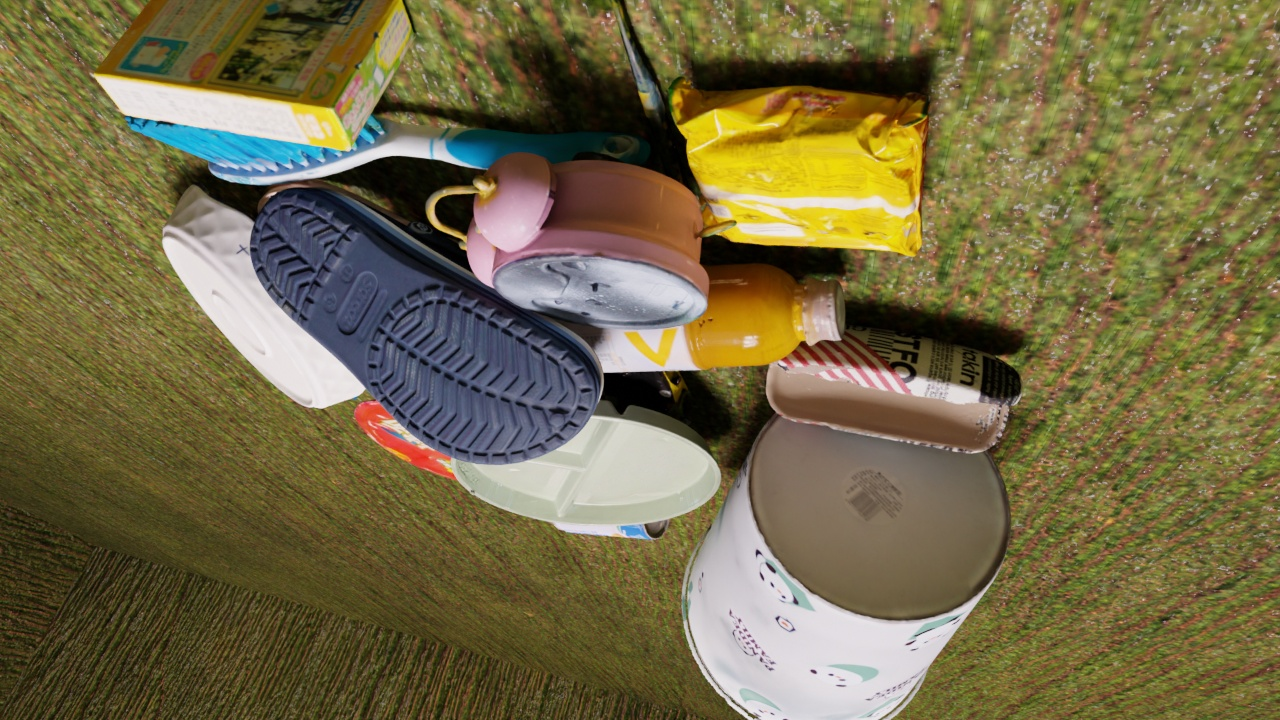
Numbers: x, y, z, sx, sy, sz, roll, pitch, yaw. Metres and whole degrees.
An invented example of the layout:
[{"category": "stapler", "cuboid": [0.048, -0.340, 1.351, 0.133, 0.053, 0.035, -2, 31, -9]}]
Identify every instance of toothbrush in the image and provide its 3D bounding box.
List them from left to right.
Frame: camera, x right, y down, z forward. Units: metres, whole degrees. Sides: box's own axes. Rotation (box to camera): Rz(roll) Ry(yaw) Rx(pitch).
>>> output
[{"category": "toothbrush", "cuboid": [0.010, -0.134, 0.486, 0.017, 0.012, 0.186, -3, 148, 15]}]

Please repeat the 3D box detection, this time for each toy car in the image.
[{"category": "toy car", "cuboid": [-0.004, 0.004, 0.720, 0.071, 0.041, 0.156, 6, 152, 23]}]

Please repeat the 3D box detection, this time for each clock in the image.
[{"category": "clock", "cuboid": [-0.037, -0.064, 0.498, 0.158, 0.059, 0.117, 9, 166, -12]}]

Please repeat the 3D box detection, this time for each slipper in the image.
[{"category": "slipper", "cuboid": [-0.136, -0.024, 0.591, 0.253, 0.095, 0.105, 32, 110, 9]}]

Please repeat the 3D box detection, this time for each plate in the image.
[{"category": "plate", "cuboid": [-0.302, -0.041, 0.728, 0.205, 0.045, 0.205, 35, 153, 20]}, {"category": "plate", "cuboid": [-0.046, 0.090, 0.786, 0.230, 0.027, 0.231, 2, 150, 1]}]

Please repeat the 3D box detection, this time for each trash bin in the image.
[{"category": "trash bin", "cuboid": [0.158, 0.157, 0.732, 0.229, 0.229, 0.252, 15, 147, 6]}]

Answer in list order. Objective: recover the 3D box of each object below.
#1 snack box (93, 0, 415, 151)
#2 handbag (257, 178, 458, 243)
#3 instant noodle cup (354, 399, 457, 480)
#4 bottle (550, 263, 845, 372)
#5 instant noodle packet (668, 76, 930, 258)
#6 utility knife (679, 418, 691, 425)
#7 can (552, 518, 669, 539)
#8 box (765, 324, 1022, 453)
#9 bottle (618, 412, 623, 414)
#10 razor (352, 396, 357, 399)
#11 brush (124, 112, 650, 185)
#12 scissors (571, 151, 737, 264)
[{"category": "snack box", "cuboid": [-0.200, -0.161, 0.481, 0.140, 0.086, 0.034, 10, 152, 14]}, {"category": "handbag", "cuboid": [-0.193, -0.051, 0.709, 0.234, 0.093, 0.194, 38, 148, -19]}, {"category": "instant noodle cup", "cuboid": [-0.180, 0.062, 0.911, 0.194, 0.065, 0.194, 15, 153, 8]}, {"category": "bottle", "cuboid": [0.034, -0.028, 0.590, 0.190, 0.067, 0.068, -2, 148, 23]}, {"category": "instant noodle packet", "cuboid": [0.082, -0.099, 0.474, 0.128, 0.044, 0.111, 10, 154, 21]}, {"category": "utility knife", "cuboid": [-0.016, 0.084, 0.907, 0.029, 0.013, 0.223, 35, 150, -14]}, {"category": "can", "cuboid": [-0.036, 0.172, 1.043, 0.135, 0.053, 0.053, -3, 146, 35]}, {"category": "box", "cuboid": [0.164, 0.022, 0.615, 0.162, 0.076, 0.087, 8, 124, 13]}, {"category": "bottle", "cuboid": [-0.038, 0.079, 0.863, 0.057, 0.057, 0.175, 28, 151, -19]}, {"category": "razor", "cuboid": [-0.311, -0.018, 0.892, 0.042, 0.022, 0.143, 54, 173, 38]}, {"category": "brush", "cuboid": [-0.155, -0.139, 0.540, 0.315, 0.060, 0.109, 0, 154, 26]}, {"category": "scissors", "cuboid": [-0.015, -0.080, 0.562, 0.159, 0.014, 0.181, 6, 163, 9]}]
